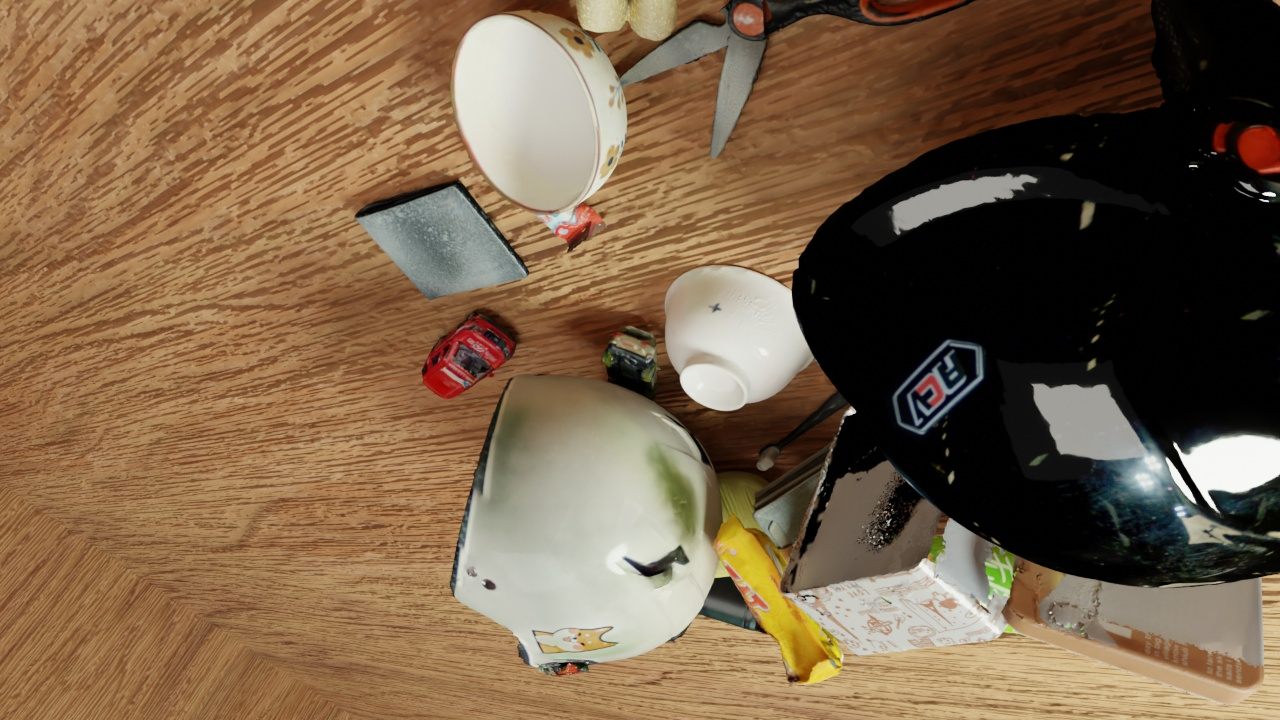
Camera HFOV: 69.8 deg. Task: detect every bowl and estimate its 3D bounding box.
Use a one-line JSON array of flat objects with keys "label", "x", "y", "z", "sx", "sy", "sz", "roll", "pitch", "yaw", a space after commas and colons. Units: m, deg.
[{"label": "bowl", "x": -0.050, "y": -0.148, "z": 0.533, "sx": 0.113, "sy": 0.062, "sz": 0.114, "roll": 24, "pitch": 133, "yaw": 28}, {"label": "bowl", "x": 0.063, "y": -0.004, "z": 0.658, "sx": 0.118, "sy": 0.064, "sz": 0.118, "roll": 17, "pitch": 145, "yaw": 12}]

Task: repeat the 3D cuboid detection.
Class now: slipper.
[{"label": "slipper", "x": 0.064, "y": 0.155, "z": 0.857, "sx": 0.191, "sy": 0.081, "sz": 0.091, "roll": -26, "pitch": 85, "yaw": 36}]

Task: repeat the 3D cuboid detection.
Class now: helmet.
[{"label": "helmet", "x": -0.013, "y": 0.129, "z": 0.721, "sx": 0.157, "sy": 0.229, "sz": 0.274, "roll": -2, "pitch": 144, "yaw": 27}, {"label": "helmet", "x": 0.211, "y": -0.013, "z": 0.410, "sx": 0.274, "sy": 0.230, "sz": 0.234, "roll": -6, "pitch": 153, "yaw": -23}]

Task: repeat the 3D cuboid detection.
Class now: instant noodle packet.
[{"label": "instant noodle packet", "x": 0.099, "y": 0.176, "z": 0.673, "sx": 0.128, "sy": 0.044, "sz": 0.111, "roll": 58, "pitch": -179, "yaw": 19}]

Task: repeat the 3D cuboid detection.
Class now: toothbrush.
[{"label": "toothbrush", "x": 0.137, "y": 0.047, "z": 0.718, "sx": 0.015, "sy": 0.018, "sz": 0.182, "roll": 34, "pitch": 143, "yaw": -4}]

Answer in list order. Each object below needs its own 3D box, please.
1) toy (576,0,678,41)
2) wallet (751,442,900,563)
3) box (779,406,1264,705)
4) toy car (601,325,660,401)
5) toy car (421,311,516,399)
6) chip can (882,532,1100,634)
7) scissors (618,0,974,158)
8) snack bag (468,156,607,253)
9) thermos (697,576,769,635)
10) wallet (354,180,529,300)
[{"label": "toy", "x": -0.003, "y": -0.219, "z": 0.421, "sx": 0.105, "sy": 0.066, "sz": 0.157, "roll": 8, "pitch": 142, "yaw": 4}, {"label": "wallet", "x": 0.157, "y": 0.134, "z": 0.757, "sx": 0.106, "sy": 0.037, "sz": 0.130, "roll": -34, "pitch": 125, "yaw": 3}, {"label": "box", "x": 0.234, "y": 0.098, "z": 0.582, "sx": 0.273, "sy": 0.178, "sz": 0.130, "roll": -1, "pitch": 135, "yaw": 35}, {"label": "toy car", "x": -0.004, "y": 0.004, "z": 0.736, "sx": 0.042, "sy": 0.035, "sz": 0.090, "roll": 22, "pitch": 159, "yaw": 10}, {"label": "toy car", "x": -0.156, "y": -0.001, "z": 0.820, "sx": 0.053, "sy": 0.045, "sz": 0.121, "roll": 37, "pitch": 142, "yaw": -17}, {"label": "chip can", "x": 0.242, "y": 0.171, "z": 0.710, "sx": 0.221, "sy": 0.072, "sz": 0.073, "roll": 7, "pitch": 145, "yaw": -3}, {"label": "scissors", "x": 0.072, "y": -0.183, "z": 0.456, "sx": 0.225, "sy": 0.021, "sz": 0.221, "roll": 12, "pitch": 142, "yaw": 21}, {"label": "snack bag", "x": -0.071, "y": -0.119, "z": 0.628, "sx": 0.105, "sy": 0.026, "sz": 0.045, "roll": 41, "pitch": 146, "yaw": -17}, {"label": "thermos", "x": 0.051, "y": 0.234, "z": 0.970, "sx": 0.243, "sy": 0.068, "sz": 0.090, "roll": 16, "pitch": 155, "yaw": 14}, {"label": "wallet", "x": -0.156, "y": -0.092, "z": 0.726, "sx": 0.121, "sy": 0.019, "sz": 0.097, "roll": -7, "pitch": 136, "yaw": 36}]
